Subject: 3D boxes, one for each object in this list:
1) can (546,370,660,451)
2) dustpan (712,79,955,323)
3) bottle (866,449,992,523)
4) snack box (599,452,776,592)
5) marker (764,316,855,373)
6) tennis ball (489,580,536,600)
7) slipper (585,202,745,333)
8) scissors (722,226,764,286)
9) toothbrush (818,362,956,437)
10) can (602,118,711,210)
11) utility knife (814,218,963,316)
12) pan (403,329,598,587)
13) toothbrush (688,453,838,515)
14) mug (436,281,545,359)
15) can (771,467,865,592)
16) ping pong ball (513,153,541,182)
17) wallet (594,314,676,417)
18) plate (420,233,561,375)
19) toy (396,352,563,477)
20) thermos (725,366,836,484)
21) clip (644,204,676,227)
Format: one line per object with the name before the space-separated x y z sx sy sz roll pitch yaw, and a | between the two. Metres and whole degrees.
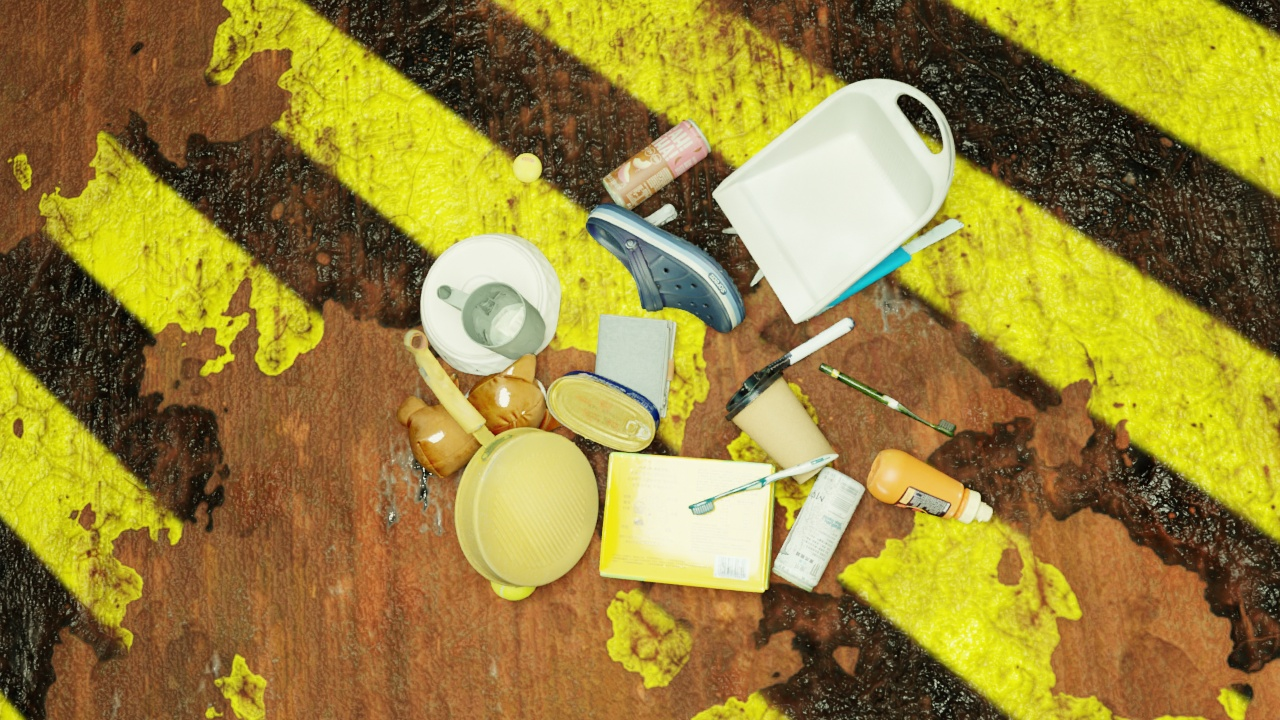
can | -0.047 0.064 1.185 0.148 0.049 0.075 23 105 6
dustpan | 0.248 -0.216 1.139 0.258 0.142 0.222 -30 74 1
bottle | 0.355 0.160 1.117 0.149 0.067 0.066 22 84 6
snack box | 0.061 0.201 1.155 0.210 0.070 0.157 3 80 11
marker | 0.220 -0.017 1.191 0.131 0.022 0.018 -31 102 5
tennis ball | -0.162 0.276 1.185 0.065 0.065 0.065 -2 80 10
slipper | 0.021 -0.115 1.200 0.253 0.105 0.095 37 81 16
scissors | 0.228 -0.190 1.221 0.221 0.021 0.232 16 82 13
toothbrush | 0.313 0.048 1.168 0.186 0.012 0.017 28 80 14
can | 0.022 -0.265 1.252 0.147 0.058 0.058 -35 76 2
utility knife | 0.317 -0.125 1.193 0.223 0.018 0.034 -29 75 5
pan | -0.180 0.116 1.123 0.197 0.078 0.357 -41 116 -36
toothbrush | 0.149 0.149 1.106 0.191 0.016 0.018 -20 88 3
mug | -0.190 -0.056 1.183 0.124 0.103 0.083 25 85 14
can | 0.219 0.207 1.132 0.058 0.058 0.146 27 86 14
ping pong ball | -0.160 -0.272 1.294 0.040 0.040 0.040 -2 80 10
wallet | -0.007 0.007 1.216 0.106 0.037 0.130 6 95 8
plate | -0.213 -0.082 1.268 0.205 0.045 0.204 -2 80 9
toy | -0.208 0.072 1.213 0.199 0.140 0.130 -25 35 3
thermos | 0.176 0.081 1.151 0.093 0.093 0.143 -41 84 1
clip | 0.023 -0.193 1.259 0.058 0.036 0.025 -29 74 4
